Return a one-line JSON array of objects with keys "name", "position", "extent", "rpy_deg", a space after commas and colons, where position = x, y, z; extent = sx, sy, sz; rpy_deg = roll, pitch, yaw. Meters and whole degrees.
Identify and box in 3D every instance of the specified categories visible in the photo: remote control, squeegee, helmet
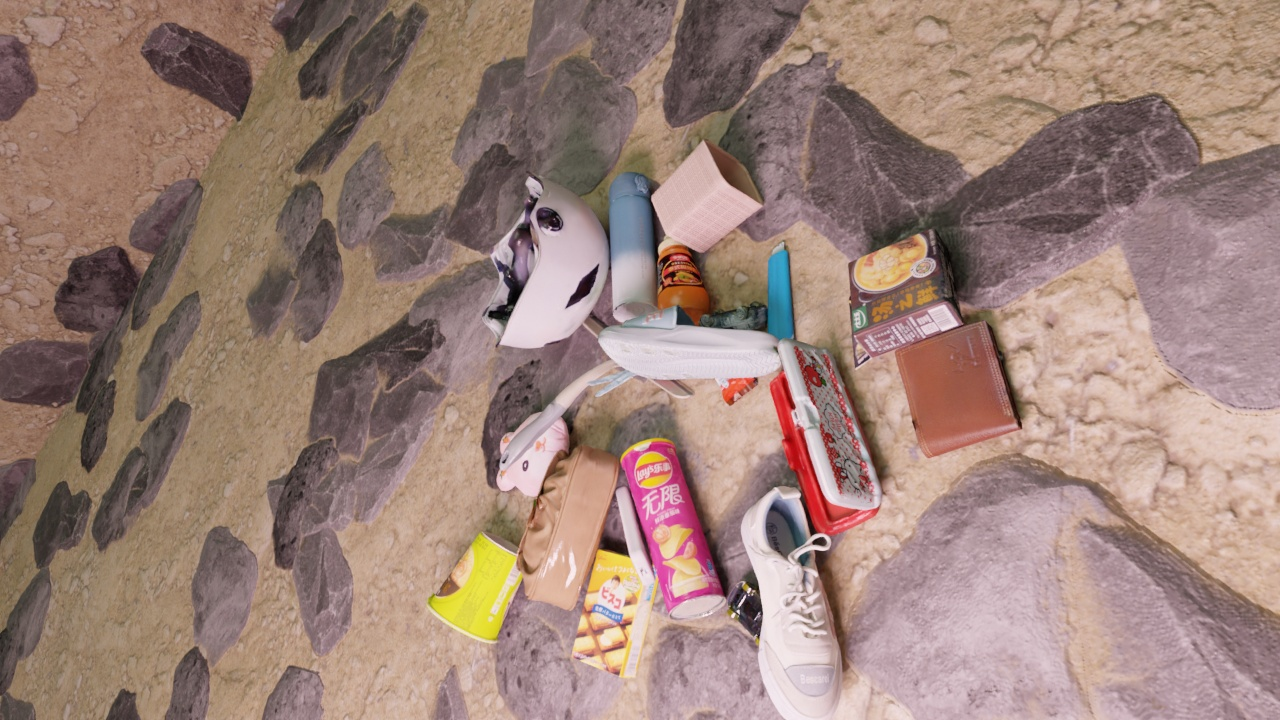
[{"name": "remote control", "position": [-0.008, 0.211, 1.115], "extent": [0.020, 0.056, 0.135], "rpy_deg": [-21, 32, 2]}, {"name": "squeegee", "position": [-0.098, 0.056, 1.223], "extent": [0.246, 0.039, 0.246], "rpy_deg": [-40, 45, -11]}, {"name": "helmet", "position": [-0.124, -0.125, 1.304], "extent": [0.258, 0.145, 0.230], "rpy_deg": [-96, 28, -42]}]

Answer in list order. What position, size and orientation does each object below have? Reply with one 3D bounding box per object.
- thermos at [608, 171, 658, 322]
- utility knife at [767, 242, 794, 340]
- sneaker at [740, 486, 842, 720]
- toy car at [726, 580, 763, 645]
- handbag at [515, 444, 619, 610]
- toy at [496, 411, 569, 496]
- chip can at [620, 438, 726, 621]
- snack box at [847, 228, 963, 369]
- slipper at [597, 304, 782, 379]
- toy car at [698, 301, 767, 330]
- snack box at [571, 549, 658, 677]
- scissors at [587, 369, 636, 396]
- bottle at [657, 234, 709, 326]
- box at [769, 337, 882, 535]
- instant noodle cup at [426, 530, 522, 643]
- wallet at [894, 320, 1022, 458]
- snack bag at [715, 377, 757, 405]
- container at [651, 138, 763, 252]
[{"name": "thermos", "position": [-0.011, -0.162, 1.286], "extent": [0.070, 0.070, 0.220], "rpy_deg": [-21, 60, 35]}, {"name": "utility knife", "position": [0.170, -0.074, 1.119], "extent": [0.034, 0.018, 0.159], "rpy_deg": [-14, 62, 34]}, {"name": "sneaker", "position": [0.162, 0.240, 0.933], "extent": [0.091, 0.089, 0.241], "rpy_deg": [113, 155, -50]}, {"name": "toy car", "position": [0.131, 0.279, 1.000], "extent": [0.090, 0.035, 0.042], "rpy_deg": [38, 98, 45]}, {"name": "handbag", "position": [-0.097, 0.206, 1.174], "extent": [0.148, 0.099, 0.204], "rpy_deg": [168, 121, -79]}, {"name": "toy", "position": [-0.158, 0.138, 1.313], "extent": [0.160, 0.054, 0.121], "rpy_deg": [-21, 60, 45]}, {"name": "chip can", "position": [0.038, 0.199, 1.093], "extent": [0.072, 0.071, 0.210], "rpy_deg": [-38, 52, 25]}, {"name": "snack box", "position": [0.272, -0.066, 0.983], "extent": [0.126, 0.053, 0.113], "rpy_deg": [-22, 42, 29]}, {"name": "slipper", "position": [0.057, -0.026, 1.109], "extent": [0.246, 0.104, 0.074], "rpy_deg": [2, 67, 30]}, {"name": "toy car", "position": [0.115, -0.051, 1.145], "extent": [0.091, 0.042, 0.034], "rpy_deg": [-9, 101, 35]}, {"name": "snack box", "position": [-0.030, 0.311, 1.137], "extent": [0.087, 0.033, 0.140], "rpy_deg": [5, 75, 43]}, {"name": "scissors", "position": [-0.010, 0.007, 1.204], "extent": [0.137, 0.017, 0.083], "rpy_deg": [-15, 51, -4]}, {"name": "bottle", "position": [0.050, -0.112, 1.218], "extent": [0.067, 0.066, 0.149], "rpy_deg": [-33, 47, 29]}, {"name": "box", "position": [0.184, 0.077, 0.987], "extent": [0.095, 0.101, 0.201], "rpy_deg": [-32, 54, 28]}, {"name": "instant noodle cup", "position": [-0.215, 0.306, 1.265], "extent": [0.112, 0.111, 0.123], "rpy_deg": [24, 82, 45]}, {"name": "wallet", "position": [0.321, 0.029, 0.931], "extent": [0.101, 0.032, 0.124], "rpy_deg": [-24, 58, 31]}, {"name": "snack bag", "position": [0.102, 0.007, 1.142], "extent": [0.048, 0.026, 0.104], "rpy_deg": [-36, 49, 1]}, {"name": "container", "position": [0.084, -0.211, 1.206], "extent": [0.111, 0.089, 0.090], "rpy_deg": [-41, 50, 28]}]
